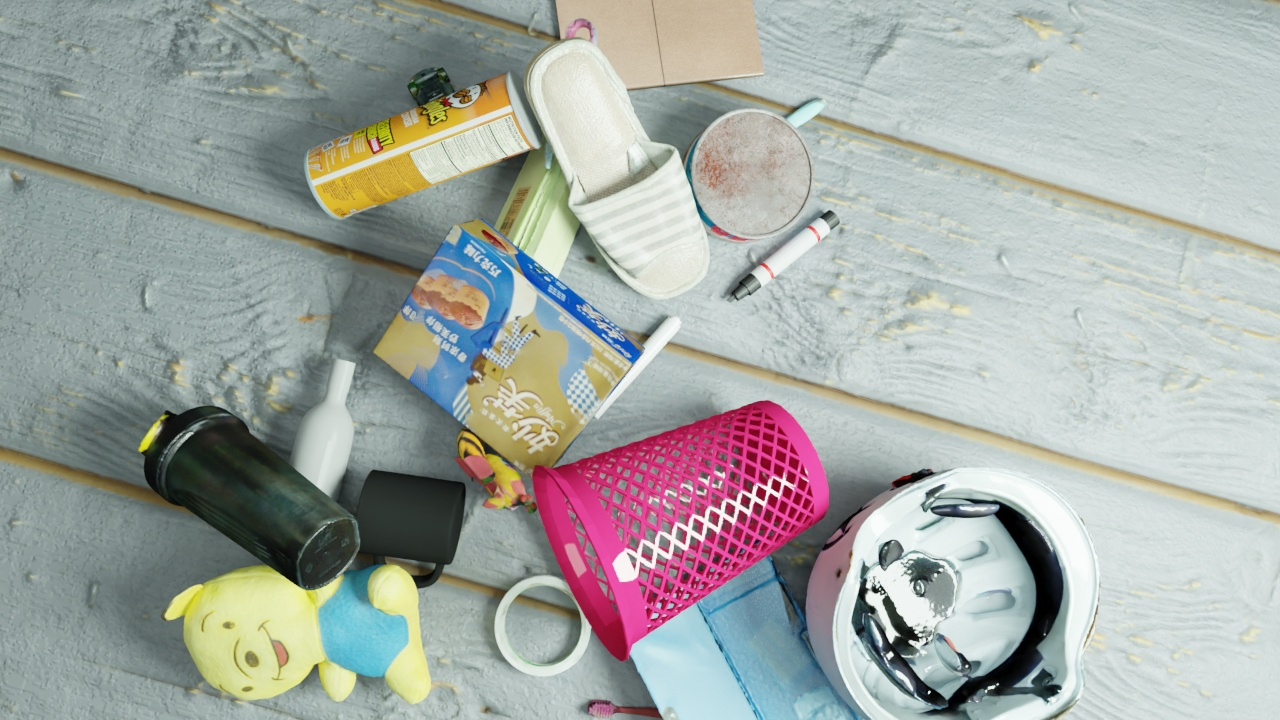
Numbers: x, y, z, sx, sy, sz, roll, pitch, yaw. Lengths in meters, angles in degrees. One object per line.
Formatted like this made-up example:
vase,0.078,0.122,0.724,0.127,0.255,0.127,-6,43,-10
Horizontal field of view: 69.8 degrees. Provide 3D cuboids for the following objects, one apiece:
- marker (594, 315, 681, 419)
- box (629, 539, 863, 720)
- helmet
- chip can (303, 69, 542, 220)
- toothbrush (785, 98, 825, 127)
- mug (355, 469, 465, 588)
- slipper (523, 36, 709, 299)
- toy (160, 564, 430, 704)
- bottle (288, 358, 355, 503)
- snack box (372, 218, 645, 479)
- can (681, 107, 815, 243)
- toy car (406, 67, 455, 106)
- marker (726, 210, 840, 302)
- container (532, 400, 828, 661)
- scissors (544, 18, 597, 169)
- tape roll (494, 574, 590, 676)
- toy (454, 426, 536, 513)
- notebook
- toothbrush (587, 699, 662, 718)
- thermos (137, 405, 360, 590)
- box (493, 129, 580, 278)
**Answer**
marker,-0.005,0.005,0.926,0.017,0.020,0.133,42,82,-2
box,0.100,0.311,0.874,0.176,0.048,0.231,-25,80,-14
helmet,0.274,0.219,0.848,0.263,0.164,0.236,-35,91,-14
chip can,-0.208,-0.204,0.880,0.215,0.075,0.075,-17,84,11
toothbrush,0.123,-0.226,0.965,0.180,0.016,0.016,-35,90,-8
mug,-0.218,0.164,0.871,0.088,0.078,0.114,9,110,-3
slipper,-0.018,-0.174,0.872,0.114,0.054,0.273,-31,116,4
toy,-0.305,0.245,0.839,0.214,0.084,0.149,-5,109,-5
bottle,-0.308,0.095,0.879,0.052,0.052,0.195,13,83,-2
snack box,-0.124,-0.010,0.866,0.203,0.069,0.155,39,111,1
can,0.108,-0.186,0.931,0.130,0.044,0.130,0,91,-13
toy car,-0.201,-0.256,0.936,0.042,0.036,0.091,-30,87,-6
marker,0.146,-0.105,0.949,0.145,0.019,0.019,-39,87,-7
container,0.043,0.136,0.837,0.225,0.183,0.183,-23,85,-19
scissors,-0.092,-0.262,0.914,0.173,0.013,0.170,-5,69,29
tape roll,-0.095,0.257,0.892,0.094,0.018,0.093,0,83,-4
toy,-0.144,0.108,0.876,0.046,0.084,0.103,-40,76,-2
notebook,0.018,-0.359,0.977,0.209,0.008,0.141,-8,84,-5
toothbrush,0.043,0.345,0.890,0.190,0.016,0.016,6,82,-3
thermos,-0.349,0.116,0.811,0.221,0.098,0.098,28,81,25
box,-0.082,-0.181,0.918,0.090,0.077,0.187,25,81,0
